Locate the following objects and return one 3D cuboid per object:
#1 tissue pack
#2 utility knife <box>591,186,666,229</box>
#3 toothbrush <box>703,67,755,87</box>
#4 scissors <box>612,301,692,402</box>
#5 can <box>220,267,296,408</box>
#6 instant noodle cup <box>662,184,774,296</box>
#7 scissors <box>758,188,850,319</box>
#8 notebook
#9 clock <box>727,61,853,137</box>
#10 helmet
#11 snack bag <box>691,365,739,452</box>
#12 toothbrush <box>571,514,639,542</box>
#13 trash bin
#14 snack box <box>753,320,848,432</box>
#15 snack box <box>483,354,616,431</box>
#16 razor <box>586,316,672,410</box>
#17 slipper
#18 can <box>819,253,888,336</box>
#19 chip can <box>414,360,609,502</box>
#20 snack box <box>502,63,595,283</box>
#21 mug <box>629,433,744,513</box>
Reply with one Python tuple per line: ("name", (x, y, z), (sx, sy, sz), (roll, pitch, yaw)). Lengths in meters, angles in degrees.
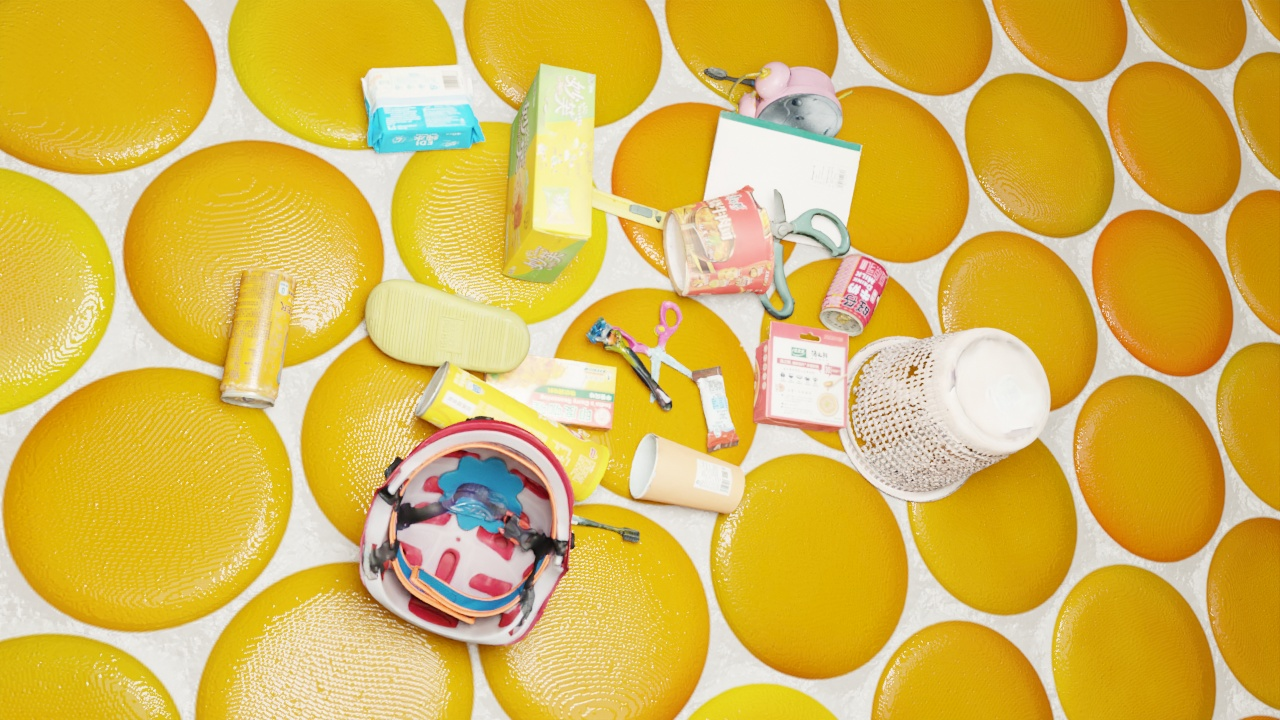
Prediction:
("tissue pack", (-0.265, -0.301, 1.111), (0.140, 0.063, 0.090), (-10, 77, -20))
("utility knife", (-0.001, -0.193, 1.194), (0.213, 0.022, 0.031), (17, 77, -17))
("toothbrush", (0.179, -0.388, 1.297), (0.189, 0.016, 0.014), (10, 81, -16))
("scissors", (0.015, -0.013, 1.149), (0.135, 0.017, 0.133), (11, 77, -17))
("can", (-0.414, -0.025, 0.995), (0.058, 0.058, 0.146), (8, 74, -15))
("instant noodle cup", (0.093, -0.140, 1.149), (0.108, 0.138, 0.138), (-11, 79, -11))
("scissors", (0.204, -0.133, 1.214), (0.170, 0.019, 0.179), (13, 90, -30))
("notebook", (0.191, -0.239, 1.235), (0.209, 0.012, 0.150), (10, 94, -15))
("clock", (0.195, -0.345, 1.239), (0.158, 0.117, 0.059), (10, 62, -17))
("helmet", (-0.171, 0.158, 0.957), (0.207, 0.144, 0.240), (23, 101, -11))
("snack bag", (0.093, 0.060, 1.146), (0.048, 0.026, 0.104), (-10, 78, -26))
("toothbrush", (-0.088, 0.184, 1.063), (0.185, 0.017, 0.012), (16, 108, -12))
("trash bin", (0.390, 0.055, 1.152), (0.227, 0.192, 0.227), (4, 75, -16))
("snack box", (0.207, 0.022, 1.182), (0.113, 0.044, 0.127), (9, 75, -14))
("snack box", (-0.108, 0.036, 1.090), (0.155, 0.027, 0.077), (8, 75, -14))
("razor", (-0.007, 0.007, 1.116), (0.143, 0.022, 0.042), (49, 40, -10))
("slipper", (-0.217, -0.036, 1.052), (0.190, 0.081, 0.092), (14, 98, 1))
("can", (0.284, -0.087, 1.222), (0.066, 0.067, 0.093), (32, 69, -7))
("chip can", (-0.141, 0.082, 1.025), (0.213, 0.072, 0.072), (30, 69, -18))
("snack box", (-0.110, -0.216, 1.085), (0.070, 0.158, 0.209), (6, 74, -20))
("mug", (0.058, 0.139, 1.091), (0.122, 0.078, 0.078), (17, 71, -17))
